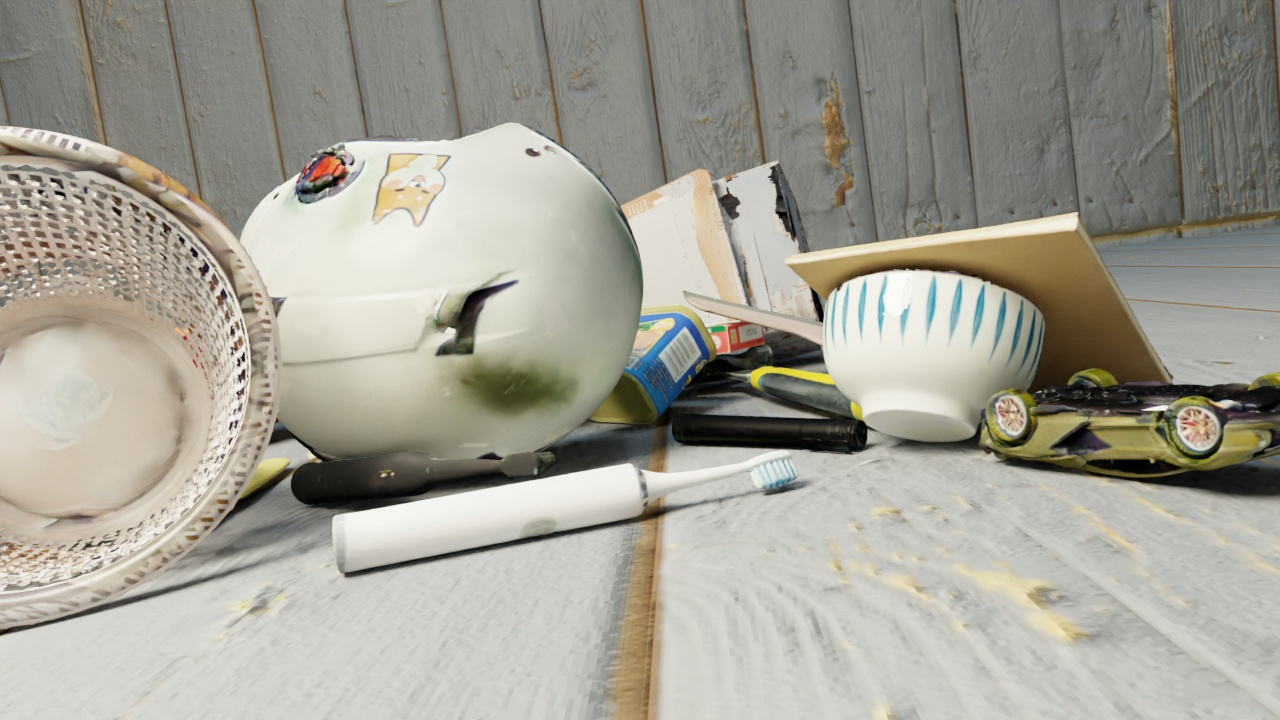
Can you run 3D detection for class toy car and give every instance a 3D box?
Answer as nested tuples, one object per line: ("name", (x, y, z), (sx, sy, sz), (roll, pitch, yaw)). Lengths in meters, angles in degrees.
("toy car", (0.221, 0.028, 0.401), (0.070, 0.042, 0.158), (-11, 3, -25))

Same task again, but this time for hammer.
("hammer", (0.103, 0.018, 0.714), (0.126, 0.032, 0.323), (-9, 6, -15))

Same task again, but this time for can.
("can", (-0.004, 0.004, 0.727), (0.102, 0.057, 0.083), (-1, 37, 48))

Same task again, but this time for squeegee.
("squeegee", (0.186, -0.007, 0.695), (0.247, 0.040, 0.250), (12, 1, -21))

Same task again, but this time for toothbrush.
("toothbrush", (-0.125, 0.062, 0.500), (0.213, 0.026, 0.027), (-10, -6, 39))
("toothbrush", (-0.030, 0.067, 0.435), (0.221, 0.026, 0.027), (-9, -29, -12))

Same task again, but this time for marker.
("marker", (0.074, 0.044, 0.559), (0.132, 0.020, 0.022), (-1, 38, 42))

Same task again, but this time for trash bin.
("trash bin", (-0.316, 0.019, 0.490), (0.227, 0.227, 0.192), (-10, -6, -25))

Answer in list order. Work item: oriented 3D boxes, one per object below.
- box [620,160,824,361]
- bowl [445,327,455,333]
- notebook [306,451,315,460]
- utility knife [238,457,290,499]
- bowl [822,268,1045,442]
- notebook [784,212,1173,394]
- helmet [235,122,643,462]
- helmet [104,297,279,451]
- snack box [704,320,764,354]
("box", (0.076, -0.080, 0.936), (0.194, 0.183, 0.157), (-16, -17, 17))
("bowl", (-0.140, 0.004, 0.934), (0.118, 0.118, 0.064), (-10, 46, -25))
("notebook", (-0.158, 0.025, 0.766), (0.208, 0.008, 0.147), (-26, 2, 8))
("utility knife", (-0.272, 0.084, 0.618), (0.031, 0.021, 0.207), (-12, 0, -6))
("bowl", (0.155, 0.005, 0.499), (0.116, 0.066, 0.116), (12, -18, 4))
("notebook", (0.199, -0.019, 0.524), (0.150, 0.012, 0.211), (-4, -25, 40))
("helmet", (-0.130, -0.013, 0.571), (0.274, 0.230, 0.156), (-11, 36, 3))
("helmet", (-0.420, 0.020, 0.867), (0.239, 0.144, 0.207), (5, -2, -35))
("snack box", (0.025, -0.014, 0.828), (0.156, 0.027, 0.076), (-7, 3, 31))
